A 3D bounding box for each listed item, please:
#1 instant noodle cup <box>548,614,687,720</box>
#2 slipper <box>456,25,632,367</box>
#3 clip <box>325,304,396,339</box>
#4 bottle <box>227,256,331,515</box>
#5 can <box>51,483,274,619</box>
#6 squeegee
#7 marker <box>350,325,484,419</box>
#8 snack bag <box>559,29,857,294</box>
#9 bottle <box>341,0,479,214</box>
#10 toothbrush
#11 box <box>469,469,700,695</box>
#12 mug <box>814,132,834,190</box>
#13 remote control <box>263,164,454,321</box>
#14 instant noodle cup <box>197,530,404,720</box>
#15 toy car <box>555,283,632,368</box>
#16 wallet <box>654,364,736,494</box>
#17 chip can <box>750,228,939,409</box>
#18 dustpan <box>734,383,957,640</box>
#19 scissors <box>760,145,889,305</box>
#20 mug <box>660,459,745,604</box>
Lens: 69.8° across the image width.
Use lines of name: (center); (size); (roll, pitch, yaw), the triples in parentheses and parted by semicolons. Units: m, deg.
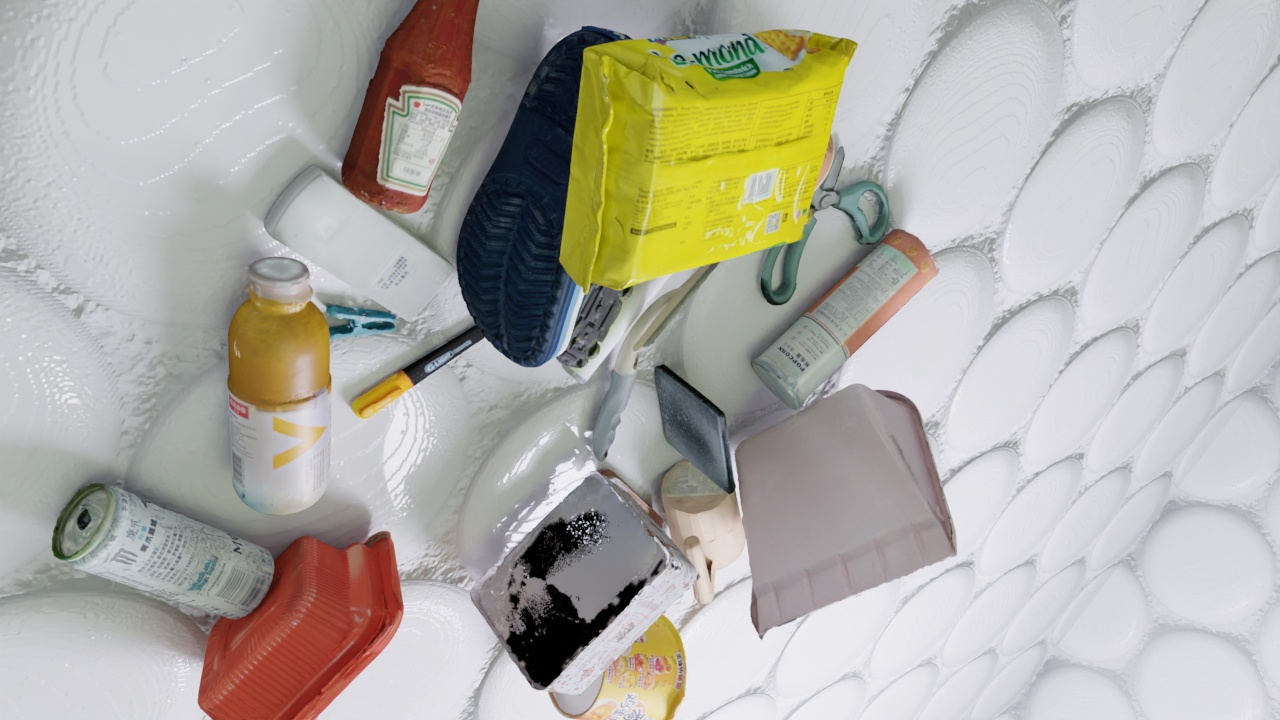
instant noodle cup: (-0.032, 0.348, 1.035); (0.109, 0.138, 0.138); (19, 108, -38)
slipper: (-0.057, -0.119, 0.679); (0.095, 0.105, 0.253); (-20, 137, -55)
clip: (-0.207, -0.029, 0.679); (0.056, 0.015, 0.050); (-2, 120, -40)
bottle: (-0.251, 0.020, 0.639); (0.067, 0.068, 0.190); (-11, 127, -34)
can: (-0.340, 0.141, 0.666); (0.058, 0.058, 0.146); (-46, 138, -1)
squeegee: (-0.005, 0.005, 0.836); (0.245, 0.039, 0.247); (-51, 171, -51)
marker: (-0.175, 0.008, 0.733); (0.123, 0.015, 0.018); (-35, 142, -16)
snack bag: (0.053, -0.138, 0.631); (0.245, 0.068, 0.158); (-20, 134, -39)
bottle: (-0.132, -0.195, 0.578); (0.059, 0.060, 0.206); (8, 115, -43)
toothbrush: (0.007, -0.072, 0.815); (0.026, 0.027, 0.221); (36, 95, -30)
box: (-0.043, 0.228, 0.921); (0.183, 0.157, 0.193); (-44, 146, 0)
mug: (0.104, -0.202, 0.763); (0.105, 0.082, 0.114); (25, 76, -46)
remote control: (-0.194, -0.080, 0.645); (0.056, 0.019, 0.135); (-49, 139, 3)
instant noodle cup: (-0.273, 0.217, 0.723); (0.188, 0.164, 0.079); (-45, 115, -3)
toy car: (-0.044, -0.045, 0.790); (0.048, 0.032, 0.105); (32, 87, -48)
wallet: (0.055, 0.068, 0.910); (0.019, 0.097, 0.121); (-34, 137, -21)
chip can: (0.218, -0.046, 0.978); (0.214, 0.071, 0.071); (-43, 139, -5)
dustpan: (0.218, 0.140, 0.972); (0.223, 0.273, 0.138); (-28, 144, 27)
scissors: (0.180, -0.123, 0.926); (0.170, 0.019, 0.179); (22, 107, -48)
mug: (0.066, 0.183, 0.997); (0.084, 0.124, 0.104); (-2, 133, 13)
